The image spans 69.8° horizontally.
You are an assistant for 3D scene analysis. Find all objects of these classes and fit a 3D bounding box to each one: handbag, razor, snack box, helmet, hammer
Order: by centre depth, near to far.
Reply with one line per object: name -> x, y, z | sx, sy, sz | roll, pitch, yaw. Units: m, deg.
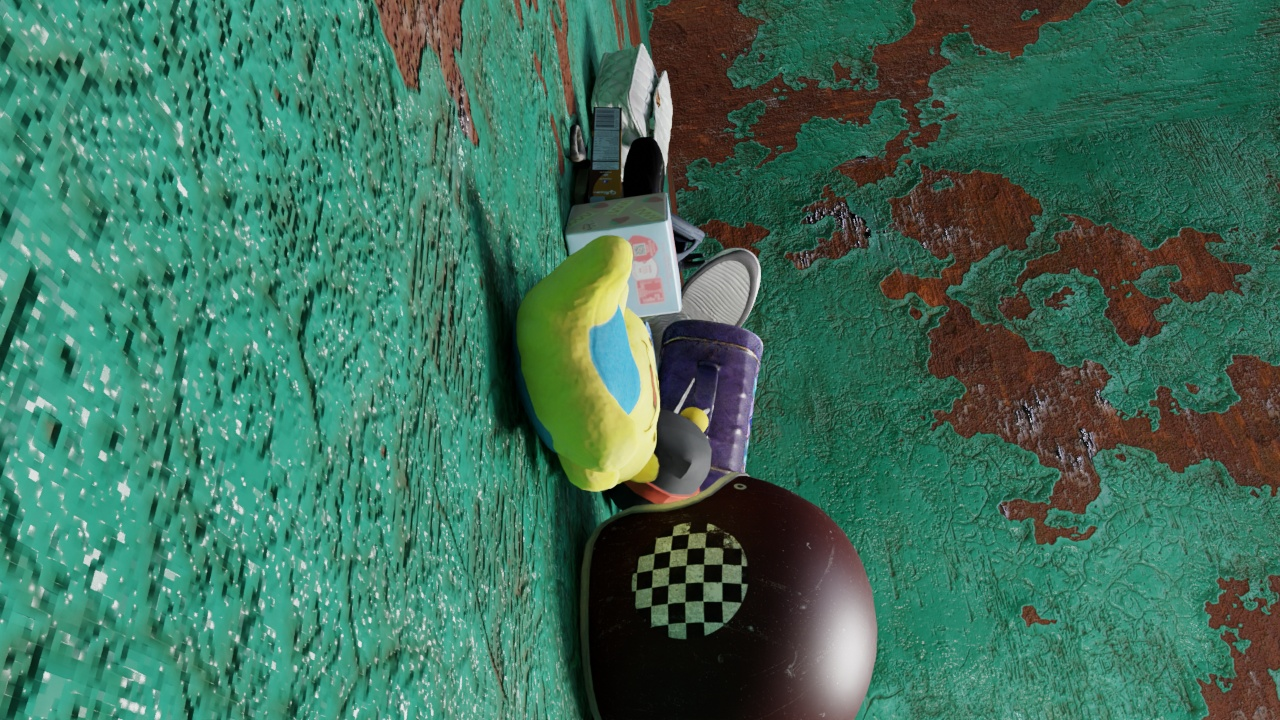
helmet -> 0.058, 0.209, 0.732 | 0.233, 0.254, 0.233 | -80, 155, -43
snack box -> -0.014, -0.097, 0.863 | 0.079, 0.095, 0.093 | -88, 169, -60
snack box -> -0.036, -0.180, 0.976 | 0.185, 0.031, 0.101 | -91, -178, -48
razor -> 0.008, -0.199, 1.079 | 0.064, 0.053, 0.140 | 60, 27, -58
handbag -> 0.071, 0.075, 1.100 | 0.222, 0.125, 0.204 | 90, 10, -67
handbag -> -0.001, -0.317, 1.189 | 0.194, 0.072, 0.139 | -83, 154, -47
hammer -> 0.022, -0.110, 1.274 | 0.332, 0.118, 0.025 | -56, 131, -73

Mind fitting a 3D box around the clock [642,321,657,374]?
clock -> -0.006, 0.006, 1.038 | 0.125, 0.052, 0.088 | 59, 24, -77

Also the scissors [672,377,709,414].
scissors -> 0.016, 0.097, 0.956 | 0.141, 0.014, 0.165 | -5, 110, -42

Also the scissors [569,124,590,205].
scissors -> -0.060, -0.197, 0.955 | 0.163, 0.012, 0.153 | 79, 8, -76

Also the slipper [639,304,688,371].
slipper -> 0.034, -0.016, 1.219 | 0.263, 0.115, 0.052 | 68, -2, -64

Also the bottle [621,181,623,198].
bottle -> -0.024, -0.159, 1.102 | 0.047, 0.047, 0.112 | 63, 21, -74

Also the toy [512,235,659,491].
toy -> -0.031, 0.013, 0.618 | 0.214, 0.084, 0.149 | 55, 35, -80

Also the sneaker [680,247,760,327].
sneaker -> 0.097, -0.088, 1.308 | 0.264, 0.097, 0.128 | -47, -170, 49

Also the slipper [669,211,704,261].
slipper -> 0.013, -0.156, 1.224 | 0.082, 0.101, 0.263 | -64, -170, 1

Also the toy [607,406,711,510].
toy -> 0.011, 0.104, 0.877 | 0.119, 0.097, 0.099 | -56, -151, 23
